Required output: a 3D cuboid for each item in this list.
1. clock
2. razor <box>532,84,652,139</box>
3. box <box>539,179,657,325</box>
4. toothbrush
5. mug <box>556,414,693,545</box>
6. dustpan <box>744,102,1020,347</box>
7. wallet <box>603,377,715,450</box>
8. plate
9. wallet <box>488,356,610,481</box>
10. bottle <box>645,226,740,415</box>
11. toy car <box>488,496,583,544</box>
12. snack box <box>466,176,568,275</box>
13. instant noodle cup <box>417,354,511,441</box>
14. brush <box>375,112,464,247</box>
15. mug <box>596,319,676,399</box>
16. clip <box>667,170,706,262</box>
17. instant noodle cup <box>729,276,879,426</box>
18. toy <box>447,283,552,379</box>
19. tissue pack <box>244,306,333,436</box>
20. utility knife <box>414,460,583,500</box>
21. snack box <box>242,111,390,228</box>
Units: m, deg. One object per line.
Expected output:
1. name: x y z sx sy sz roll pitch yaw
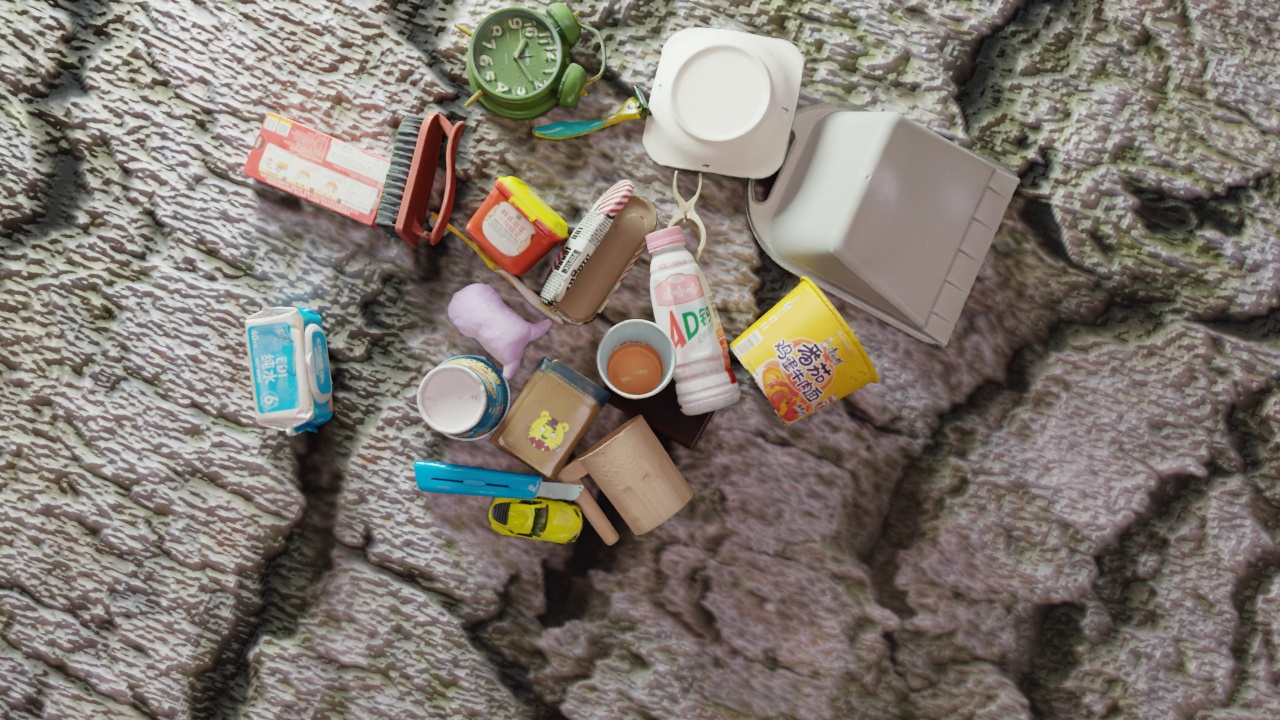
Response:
1. clock: -0.118 -0.329 1.005 0.161 0.056 0.116 -7 90 -2
2. razor: -0.055 -0.268 1.020 0.132 0.028 0.043 -17 59 -4
3. box: -0.051 -0.122 0.989 0.076 0.088 0.163 34 88 16
4. toothbrush: -0.161 -0.100 1.021 0.191 0.016 0.018 40 99 -1
5. mug: -0.019 0.134 0.996 0.125 0.084 0.103 -35 92 22
6. dustpan: 0.257 -0.172 1.040 0.257 0.143 0.222 26 88 -31
7. wallet: 0.029 0.030 1.024 0.122 0.020 0.096 30 83 0
8. plate: 0.089 -0.288 1.005 0.164 0.034 0.164 11 86 11
9. wallet: -0.099 0.061 0.996 0.090 0.033 0.115 30 79 14
10. bottle: 0.049 -0.043 0.977 0.068 0.068 0.197 -17 93 -2
11. toy car: -0.115 0.173 1.003 0.105 0.032 0.048 7 88 9
12. snack box: -0.135 -0.143 0.992 0.091 0.082 0.080 44 98 0
13. instant noodle cup: -0.191 0.039 0.970 0.099 0.110 0.099 0 89 -1
14. brush: -0.233 -0.198 0.993 0.069 0.063 0.145 11 81 3
15. mug: -0.006 0.006 0.955 0.078 0.123 0.078 0 83 -2
16. clip: 0.063 -0.156 1.022 0.083 0.035 0.104 19 81 1
17. instant noodle cup: 0.169 -0.003 0.977 0.110 0.138 0.138 -36 90 5
18. toy: -0.160 -0.043 1.008 0.108 0.039 0.083 38 71 2
19. tissue pack: -0.368 0.010 0.974 0.063 0.090 0.140 -7 89 -2
20. utility knife: -0.155 0.134 0.999 0.191 0.018 0.034 4 89 9
21. snack box: -0.350 -0.209 1.010 0.153 0.025 0.075 22 89 -2
